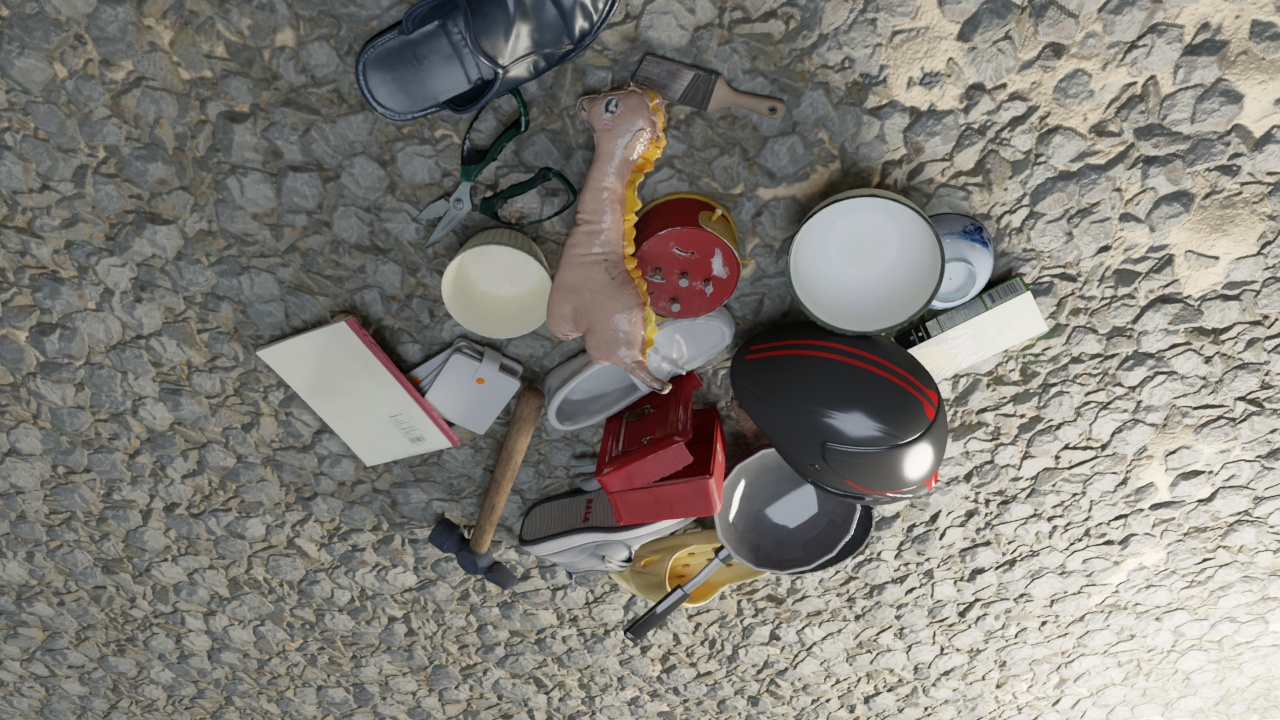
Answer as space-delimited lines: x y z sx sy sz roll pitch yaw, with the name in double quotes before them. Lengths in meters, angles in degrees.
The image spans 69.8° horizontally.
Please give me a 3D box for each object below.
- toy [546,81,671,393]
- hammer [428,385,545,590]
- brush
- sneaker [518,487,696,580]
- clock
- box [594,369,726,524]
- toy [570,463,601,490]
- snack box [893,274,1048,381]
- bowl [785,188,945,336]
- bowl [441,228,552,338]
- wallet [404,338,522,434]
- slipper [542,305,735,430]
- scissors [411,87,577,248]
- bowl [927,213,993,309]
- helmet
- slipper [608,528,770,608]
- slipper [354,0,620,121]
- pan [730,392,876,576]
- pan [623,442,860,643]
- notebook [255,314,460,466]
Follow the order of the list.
"toy" -0.010 -0.118 0.869 0.196 0.065 0.265 31 115 20
"hammer" -0.172 0.156 1.133 0.129 0.040 0.323 33 126 13
"brush" 0.065 -0.251 0.859 0.151 0.012 0.039 13 127 -11
"sneaker" -0.020 0.224 1.196 0.263 0.096 0.129 -19 129 19
"clock" 0.030 -0.093 0.942 0.159 0.081 0.117 -27 125 19
"box" 0.027 0.107 1.049 0.135 0.157 0.112 -20 116 18
"toy" -0.029 0.133 1.158 0.112 0.030 0.049 -19 127 4
"snack box" 0.368 -0.030 1.022 0.148 0.025 0.080 -28 136 21
"bowl" 0.226 -0.107 0.928 0.153 0.072 0.154 7 124 11
"bowl" -0.145 -0.087 0.957 0.115 0.062 0.115 0 129 -1
"wallet" -0.211 0.025 1.066 0.115 0.037 0.119 26 128 -20
"slipper" -0.006 0.006 1.037 0.247 0.074 0.112 -27 140 17
"scissors" -0.145 -0.152 0.899 0.142 0.015 0.210 48 123 2
"bowl" 0.321 -0.094 0.968 0.114 0.045 0.114 0 129 -1
"helmet" 0.224 0.046 0.996 0.265 0.163 0.170 22 149 6
"slipper" 0.066 0.290 1.228 0.262 0.079 0.111 -21 123 31
"slipper" -0.133 -0.276 0.792 0.266 0.083 0.109 -22 124 15
"pan" 0.178 0.156 1.175 0.208 0.040 0.357 -17 126 13
"pan" 0.111 0.233 1.137 0.358 0.041 0.178 -43 107 13
"notebook" -0.327 0.043 1.073 0.153 0.012 0.209 -14 128 26
